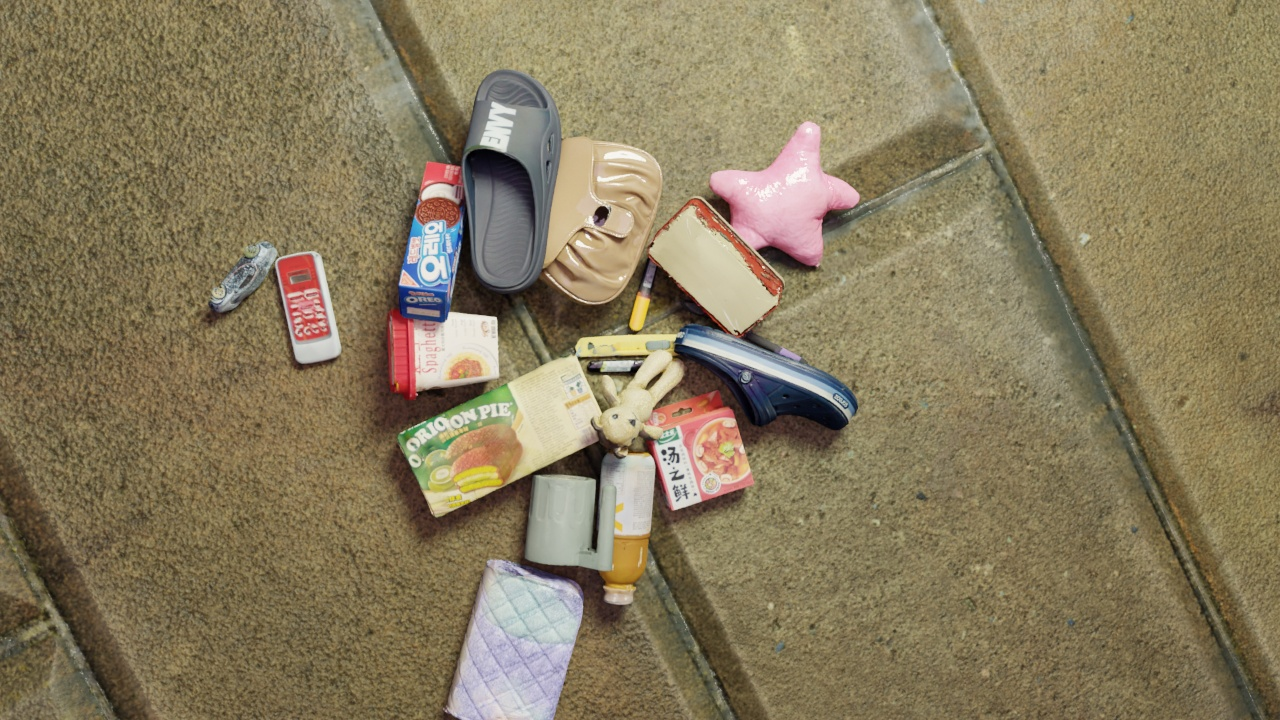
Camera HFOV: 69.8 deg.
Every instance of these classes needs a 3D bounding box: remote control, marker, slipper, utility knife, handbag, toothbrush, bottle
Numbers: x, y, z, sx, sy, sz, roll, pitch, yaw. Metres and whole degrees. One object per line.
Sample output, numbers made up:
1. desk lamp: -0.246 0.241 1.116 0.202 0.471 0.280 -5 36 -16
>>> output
1. remote control: -0.410 -0.065 1.131 0.056 0.020 0.136 -12 91 -7
2. marker: -0.007 0.007 1.183 0.124 0.015 0.018 -1 97 -4
3. slipper: -0.153 -0.214 1.062 0.111 0.083 0.268 1 86 5
4. slipper: 0.155 0.034 1.155 0.253 0.105 0.095 25 88 -7
5. utility knife: -0.008 -0.018 1.184 0.151 0.018 0.031 -3 84 -2
6. handbag: -0.152 0.355 1.134 0.134 0.075 0.194 16 87 -2
7. toothbrush: 0.137 -0.036 1.199 0.189 0.017 0.014 26 87 -8
8. marker: 0.008 -0.098 1.184 0.018 0.015 0.123 16 85 -8
9. handbag: -0.059 -0.174 1.132 0.147 0.100 0.204 20 88 -10
10. bottle: -0.021 0.209 1.152 0.068 0.068 0.189 4 89 -7

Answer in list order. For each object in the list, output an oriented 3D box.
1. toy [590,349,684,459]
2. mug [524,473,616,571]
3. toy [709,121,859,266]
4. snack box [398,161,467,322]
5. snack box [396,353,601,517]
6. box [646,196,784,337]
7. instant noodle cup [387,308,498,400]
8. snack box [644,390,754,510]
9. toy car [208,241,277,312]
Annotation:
1. toy: 0.001 0.049 1.127 0.105 0.066 0.156 49 54 -13
2. mug: -0.082 0.196 1.125 0.124 0.083 0.103 2 86 35
3. toy: 0.180 -0.188 1.176 0.195 0.074 0.178 -31 108 5
4. snack box: -0.239 -0.142 1.080 0.058 0.057 0.207 7 54 -8
5. snack box: -0.167 0.091 1.138 0.240 0.063 0.114 -26 92 -6
6. box: 0.094 -0.114 1.140 0.168 0.079 0.091 43 118 -9
7. instant noodle cup: -0.239 -0.013 1.111 0.124 0.117 0.116 -3 90 -18
8. snack box: 0.071 0.114 1.175 0.113 0.044 0.127 -18 91 -7
9. toy car: -0.479 -0.099 1.109 0.031 0.049 0.105 38 86 -2
